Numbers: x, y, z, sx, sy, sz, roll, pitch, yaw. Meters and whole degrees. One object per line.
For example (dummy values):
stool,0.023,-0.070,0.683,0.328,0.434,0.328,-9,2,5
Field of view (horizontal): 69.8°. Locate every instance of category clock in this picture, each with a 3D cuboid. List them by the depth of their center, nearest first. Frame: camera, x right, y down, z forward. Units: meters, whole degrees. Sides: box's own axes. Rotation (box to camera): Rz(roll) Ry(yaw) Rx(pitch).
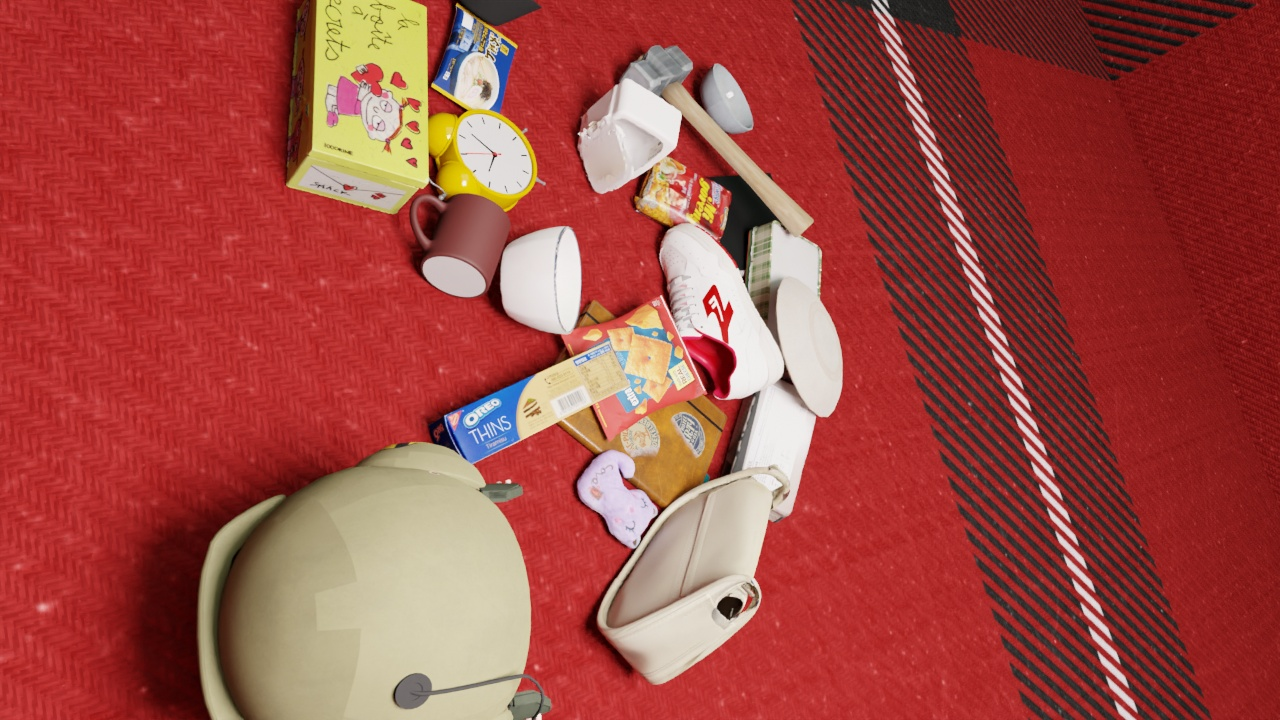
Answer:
clock,-0.180,-0.222,1.017,0.151,0.052,0.113,-12,80,-46

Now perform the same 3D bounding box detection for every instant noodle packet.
instant noodle packet,-0.193,-0.346,1.075,0.087,0.026,0.134,28,56,-33
instant noodle packet,0.056,-0.212,1.208,0.135,0.040,0.098,27,57,-16

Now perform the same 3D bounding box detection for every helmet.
helmet,-0.199,0.187,0.674,0.232,0.256,0.250,6,67,-42

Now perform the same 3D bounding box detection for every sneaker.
sneaker,0.074,-0.058,1.138,0.104,0.091,0.236,-23,81,-31

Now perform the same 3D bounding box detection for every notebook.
notebook,0.005,0.058,1.080,0.249,0.014,0.178,41,51,-20
notebook,0.144,-0.192,1.302,0.206,0.016,0.149,-14,81,-43

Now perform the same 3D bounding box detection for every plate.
plate,0.228,-0.021,1.190,0.188,0.027,0.188,34,48,-49

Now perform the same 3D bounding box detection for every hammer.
hammer,0.113,-0.294,1.246,0.323,0.051,0.117,47,43,1

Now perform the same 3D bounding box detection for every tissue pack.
tissue pack,0.163,0.114,1.165,0.104,0.071,0.180,27,52,-10

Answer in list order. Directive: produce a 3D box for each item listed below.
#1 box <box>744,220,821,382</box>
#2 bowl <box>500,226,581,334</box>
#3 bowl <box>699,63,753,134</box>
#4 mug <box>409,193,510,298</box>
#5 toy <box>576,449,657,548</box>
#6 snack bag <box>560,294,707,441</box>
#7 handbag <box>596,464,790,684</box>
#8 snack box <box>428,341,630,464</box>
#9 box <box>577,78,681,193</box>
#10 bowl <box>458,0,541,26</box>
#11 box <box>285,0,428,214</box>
box,0.195,-0.079,1.261,0.117,0.050,0.205,21,67,-39
bowl,-0.107,-0.086,0.985,0.116,0.066,0.116,2,89,-80
bowl,0.119,-0.372,1.329,0.106,0.039,0.106,39,38,-39
mug,-0.194,-0.127,0.948,0.105,0.073,0.082,32,54,-28
toy,-0.022,0.148,1.003,0.099,0.037,0.080,46,58,-15
snack bag,-0.006,0.006,1.051,0.143,0.039,0.131,-23,88,-30
handbag,0.078,0.232,0.968,0.132,0.184,0.228,50,32,-16
snack box,-0.111,0.044,0.937,0.206,0.056,0.057,-25,90,-33
box,-0.021,-0.254,1.126,0.103,0.110,0.129,24,57,-31
bowl,-0.183,-0.435,1.087,0.124,0.052,0.124,34,15,-11
box,-0.285,-0.273,0.930,0.124,0.082,0.220,13,65,-36
